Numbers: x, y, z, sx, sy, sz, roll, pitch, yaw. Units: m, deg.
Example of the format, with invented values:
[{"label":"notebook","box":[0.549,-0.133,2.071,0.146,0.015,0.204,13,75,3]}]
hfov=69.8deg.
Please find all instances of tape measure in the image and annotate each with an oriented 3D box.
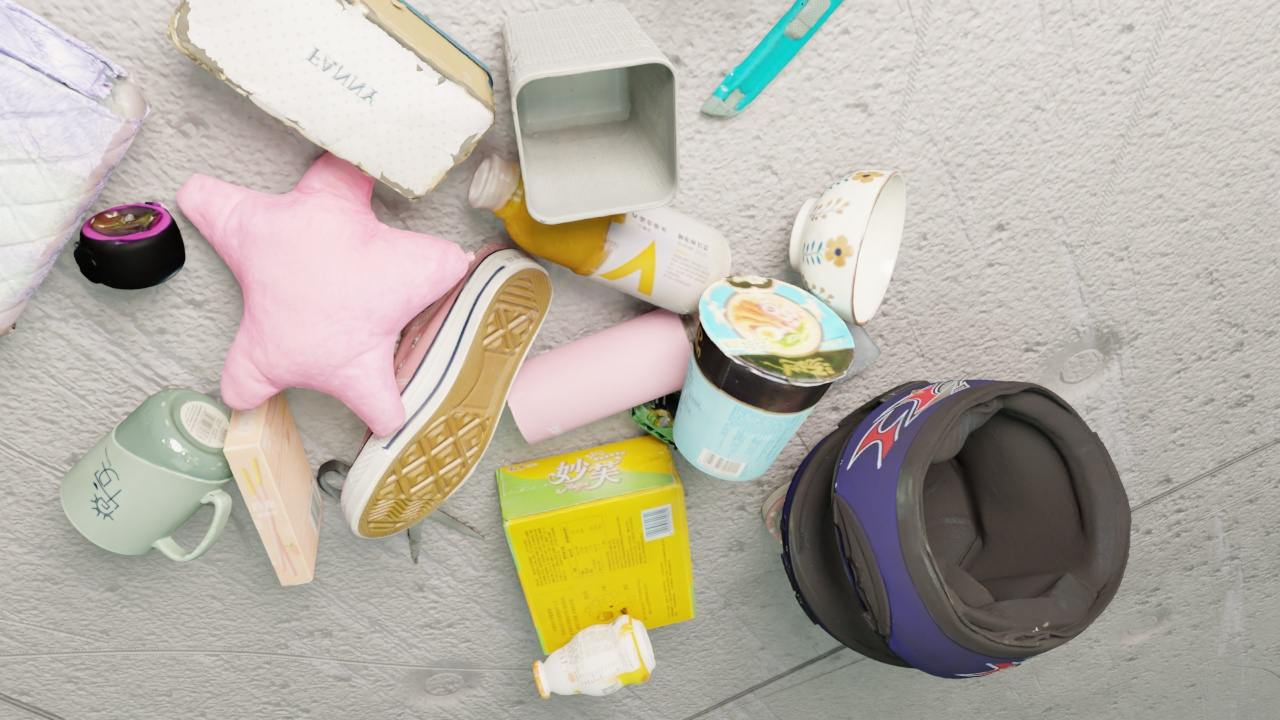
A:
[{"label":"tape measure","box":[-0.316,-0.073,0.571,0.058,0.057,0.039,0,129,-6]}]

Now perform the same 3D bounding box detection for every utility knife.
[{"label":"utility knife","box":[0.112,-0.228,0.590,0.029,0.013,0.197,28,117,-33]}]

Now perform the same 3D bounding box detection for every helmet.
[{"label":"helmet","box":[0.237,0.145,0.776,0.314,0.247,0.241,-11,167,-40]}]

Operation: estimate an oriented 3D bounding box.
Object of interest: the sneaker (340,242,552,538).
[{"label":"sneaker","box":[-0.155,0.016,0.675,0.118,0.088,0.241,18,105,-54]}]

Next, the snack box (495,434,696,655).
[{"label":"snack box","box":[-0.037,0.174,0.853,0.157,0.070,0.210,-12,132,-5]}]

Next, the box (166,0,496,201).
[{"label":"box","box":[-0.165,-0.170,0.530,0.090,0.063,0.184,-40,130,20]}]

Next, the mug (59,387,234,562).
[{"label":"mug","box":[-0.343,0.089,0.670,0.106,0.082,0.111,-38,86,13]}]

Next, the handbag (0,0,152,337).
[{"label":"handbag","box":[-0.384,-0.107,0.511,0.134,0.075,0.194,30,117,-34]}]

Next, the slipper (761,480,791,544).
[{"label":"slipper","box":[0.222,0.208,0.966,0.114,0.054,0.274,-35,129,14]}]

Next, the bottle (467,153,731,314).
[{"label":"bottle","box":[-0.026,-0.089,0.633,0.189,0.068,0.068,19,122,-29]}]

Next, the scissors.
[{"label":"scissors","box":[-0.198,0.119,0.801,0.181,0.014,0.160,24,121,-34]}]

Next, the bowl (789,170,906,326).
[{"label":"bowl","box":[0.148,-0.087,0.675,0.062,0.113,0.114,18,137,25]}]

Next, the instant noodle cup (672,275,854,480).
[{"label":"instant noodle cup","box":[0.077,0.019,0.652,0.111,0.111,0.121,3,133,-19]}]

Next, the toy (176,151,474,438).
[{"label":"toy","box":[-0.195,-0.041,0.599,0.178,0.074,0.194,-11,100,-5]}]

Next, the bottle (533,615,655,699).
[{"label":"bottle","box":[-0.043,0.279,0.850,0.108,0.063,0.063,-19,132,1]}]

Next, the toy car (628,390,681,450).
[{"label":"toy car","box":[0.030,0.051,0.784,0.091,0.043,0.036,32,131,-26]}]

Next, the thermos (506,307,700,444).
[{"label":"thermos","box":[-0.004,0.004,0.728,0.198,0.067,0.087,-21,164,0]}]

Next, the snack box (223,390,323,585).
[{"label":"snack box","box":[-0.278,0.091,0.704,0.026,0.084,0.157,-7,131,-6]}]

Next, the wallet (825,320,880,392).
[{"label":"wallet","box":[0.134,-0.003,0.787,0.121,0.019,0.097,-35,128,16]}]

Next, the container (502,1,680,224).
[{"label":"container","box":[-0.034,-0.153,0.545,0.090,0.114,0.090,-10,131,-8]}]
